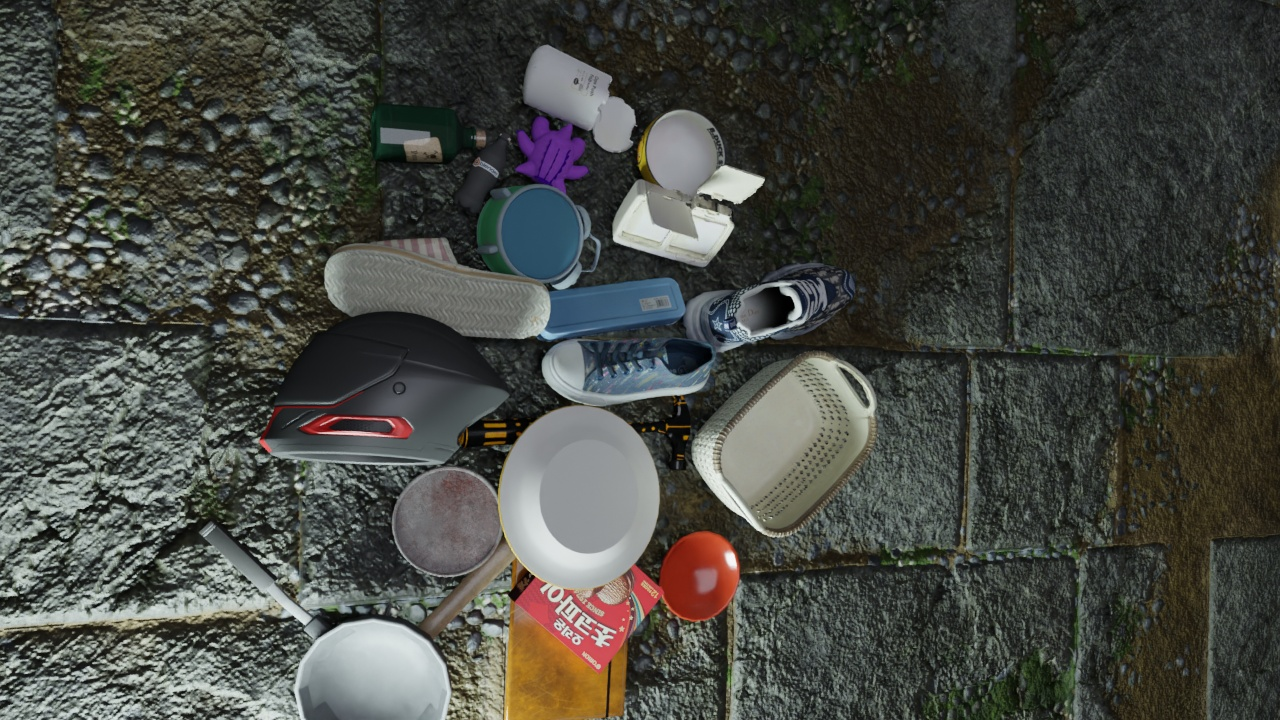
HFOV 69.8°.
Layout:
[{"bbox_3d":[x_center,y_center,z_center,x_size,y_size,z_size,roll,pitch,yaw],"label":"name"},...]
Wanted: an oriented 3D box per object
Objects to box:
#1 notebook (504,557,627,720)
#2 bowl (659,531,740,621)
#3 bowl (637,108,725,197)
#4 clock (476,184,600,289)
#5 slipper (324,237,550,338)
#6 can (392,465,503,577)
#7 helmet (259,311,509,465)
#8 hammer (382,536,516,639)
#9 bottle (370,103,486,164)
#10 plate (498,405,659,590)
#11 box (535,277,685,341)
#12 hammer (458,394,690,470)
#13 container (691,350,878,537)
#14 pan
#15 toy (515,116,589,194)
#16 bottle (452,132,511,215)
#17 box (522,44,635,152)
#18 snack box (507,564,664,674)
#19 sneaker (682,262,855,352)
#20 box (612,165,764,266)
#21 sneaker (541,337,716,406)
[{"bbox_3d":[-0.085,0.346,1.204,0.178,0.014,0.249,3,90,-22],"label":"notebook"},{"bbox_3d":[0.075,0.292,1.259,0.121,0.035,0.122,0,91,-23],"label":"bowl"},{"bbox_3d":[0.047,-0.268,1.217,0.117,0.068,0.117,0,91,-22],"label":"bowl"},{"bbox_3d":[-0.122,-0.152,1.150,0.161,0.075,0.122,15,86,-35],"label":"clock"},{"bbox_3d":[-0.237,-0.087,1.093,0.263,0.052,0.115,9,122,-11],"label":"slipper"},{"bbox_3d":[-0.231,0.194,1.105,0.130,0.044,0.130,2,78,-11],"label":"can"},{"bbox_3d":[-0.281,0.029,1.035,0.264,0.164,0.169,5,78,-14],"label":"helmet"},{"bbox_3d":[-0.187,0.260,1.140,0.330,0.031,0.119,-45,103,-11],"label":"hammer"},{"bbox_3d":[-0.251,-0.268,1.096,0.131,0.061,0.061,-2,89,-23],"label":"bottle"},{"bbox_3d":[-0.068,0.169,1.146,0.229,0.021,0.229,5,81,-32],"label":"plate"},{"bbox_3d":[-0.044,-0.068,1.212,0.209,0.049,0.066,-9,76,-24],"label":"box"},{"bbox_3d":[-0.079,0.087,1.193,0.320,0.036,0.123,1,87,-24],"label":"hammer"},{"bbox_3d":[0.190,0.108,1.245,0.245,0.143,0.184,-42,105,-17],"label":"container"},{"bbox_3d":[-0.368,0.313,1.062,0.178,0.041,0.357,-42,98,4],"label":"pan"},{"bbox_3d":[-0.111,-0.257,1.157,0.106,0.056,0.088,26,80,-21],"label":"toy"},{"bbox_3d":[-0.192,-0.233,1.134,0.036,0.036,0.109,31,79,-20],"label":"bottle"},{"bbox_3d":[-0.070,-0.331,1.168,0.162,0.112,0.084,23,78,-8],"label":"box"},{"bbox_3d":[-0.068,0.300,1.181,0.152,0.036,0.132,45,75,-17],"label":"snack box"},{"bbox_3d":[0.199,-0.075,1.250,0.269,0.132,0.103,-16,95,-23],"label":"sneaker"},{"bbox_3d":[0.055,-0.173,1.161,0.145,0.186,0.095,12,71,-18],"label":"box"},{"bbox_3d":[-0.007,0.007,1.183,0.235,0.079,0.087,0,68,-23],"label":"sneaker"}]
